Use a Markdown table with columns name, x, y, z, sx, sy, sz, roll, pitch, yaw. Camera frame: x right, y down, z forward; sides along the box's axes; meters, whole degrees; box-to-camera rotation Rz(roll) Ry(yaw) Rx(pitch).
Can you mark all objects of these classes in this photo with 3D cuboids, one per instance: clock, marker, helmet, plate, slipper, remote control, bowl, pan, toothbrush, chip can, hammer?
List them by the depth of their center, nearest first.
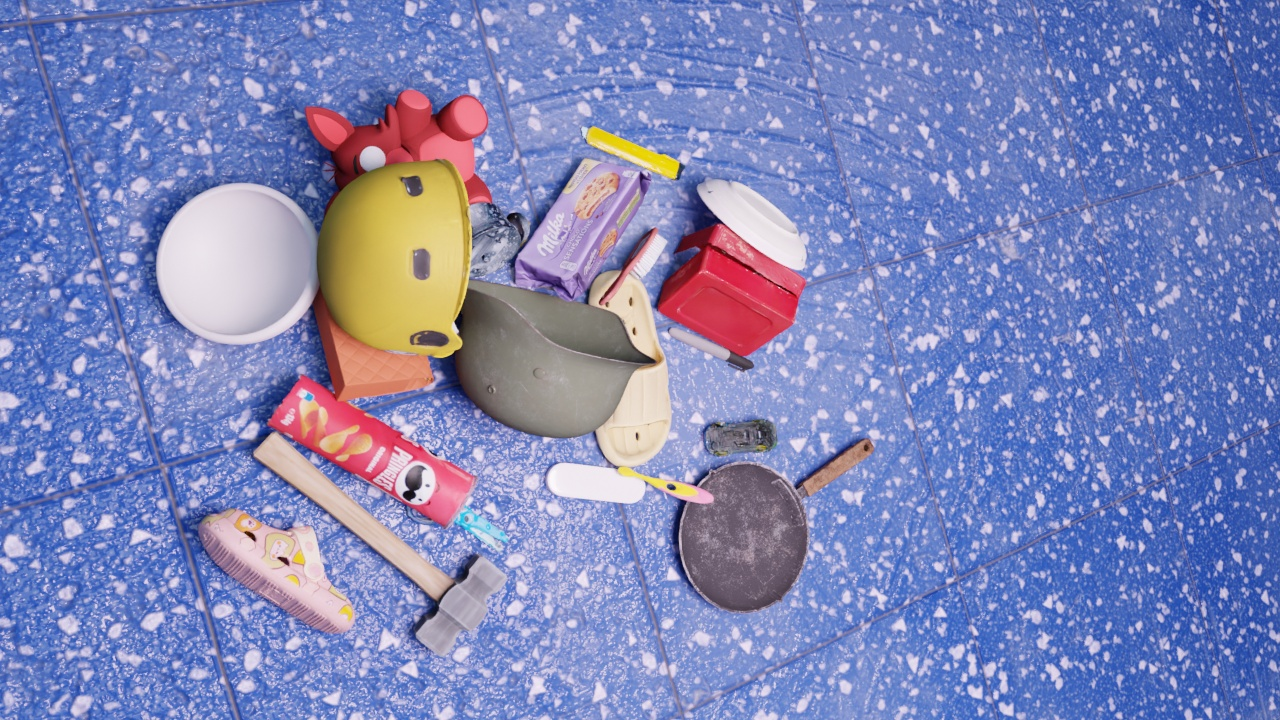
| name | x | y | z | sx | sy | sz | roll | pitch | yaw |
| --- | --- | --- | --- | --- | --- | --- | --- | --- | --- |
| helmet | -0.261 | -0.107 | 0.949 | 0.139 | 0.240 | 0.209 | -4 | 79 | -20 |
| slipper | -0.387 | 0.221 | 1.008 | 0.197 | 0.093 | 0.081 | 43 | 50 | -16 |
| bowl | -0.432 | -0.102 | 1.013 | 0.176 | 0.066 | 0.176 | 0 | 84 | 0 |
| chip can | -0.304 | 0.105 | 1.051 | 0.233 | 0.073 | 0.073 | 34 | 72 | -13 |
| hammer | -0.307 | 0.200 | 1.058 | 0.323 | 0.051 | 0.117 | 43 | 75 | -12 |
| helmet | -0.113 | 0.009 | 1.076 | 0.226 | 0.268 | 0.154 | 2 | 103 | -59 |
| clock | -0.185 | -0.145 | 1.117 | 0.129 | 0.090 | 0.052 | 2 | 49 | -55 |
| remote control | -0.057 | 0.159 | 1.190 | 0.136 | 0.013 | 0.043 | 10 | 81 | -22 |
| slipper | -0.007 | 0.007 | 1.195 | 0.111 | 0.079 | 0.261 | -6 | 86 | -27 |
| toothbrush | 0.032 | 0.163 | 1.200 | 0.135 | 0.016 | 0.021 | 19 | 70 | -11 |
| plate | 0.159 | -0.193 | 1.242 | 0.182 | 0.182 | 0.034 | 31 | 113 | -18 |
| marker | 0.099 | -0.014 | 1.277 | 0.138 | 0.016 | 0.022 | 22 | 99 | -19 |
| pan | 0.198 | 0.204 | 1.284 | 0.356 | 0.040 | 0.207 | -31 | 97 | -24 |

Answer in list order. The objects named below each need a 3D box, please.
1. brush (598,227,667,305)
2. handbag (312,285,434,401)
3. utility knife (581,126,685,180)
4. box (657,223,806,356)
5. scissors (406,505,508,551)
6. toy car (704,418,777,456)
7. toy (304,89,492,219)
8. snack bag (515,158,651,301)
| name | x | y | z | sx | sy | sz | roll | pitch | yaw |
| --- | --- | --- | --- | --- | --- | --- | --- | --- | --- |
| brush | -0.008 | -0.116 | 1.194 | 0.030 | 0.041 | 0.171 | 44 | 44 | -13 |
| handbag | -0.313 | -0.044 | 1.062 | 0.108 | 0.060 | 0.171 | -8 | 70 | -33 |
| utility knife | -0.010 | -0.286 | 1.257 | 0.155 | 0.017 | 0.030 | 20 | 72 | -21 |
| box | 0.121 | -0.091 | 1.232 | 0.157 | 0.137 | 0.122 | 30 | 73 | -16 |
| scissors | -0.221 | 0.195 | 1.118 | 0.140 | 0.015 | 0.083 | 46 | 68 | -14 |
| toy car | 0.137 | 0.106 | 1.270 | 0.105 | 0.032 | 0.048 | -5 | 87 | -14 |
| toy | -0.279 | -0.231 | 1.078 | 0.196 | 0.120 | 0.159 | -14 | 126 | -24 |
| snack bag | -0.073 | -0.166 | 1.174 | 0.205 | 0.096 | 0.058 | -59 | 150 | -18 |
